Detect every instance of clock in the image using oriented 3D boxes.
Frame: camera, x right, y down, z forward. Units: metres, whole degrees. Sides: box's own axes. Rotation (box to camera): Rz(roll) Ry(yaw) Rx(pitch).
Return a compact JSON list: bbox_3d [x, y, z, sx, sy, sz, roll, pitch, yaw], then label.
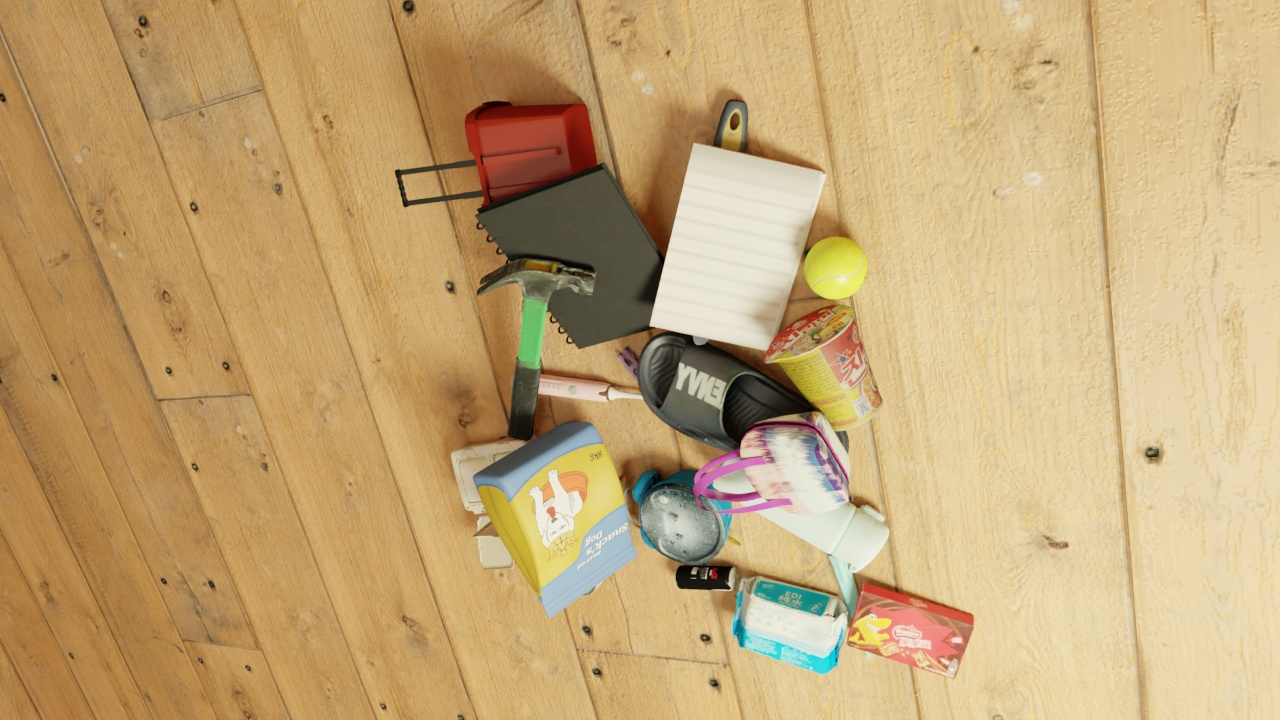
[{"bbox_3d":[0.046,0.196,1.180,0.162,0.060,0.117,3,114,28],"label":"clock"}]

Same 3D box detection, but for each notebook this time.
[{"bbox_3d":[0.102,-0.118,0.997,0.142,0.009,0.210,12,115,-3],"label":"notebook"},{"bbox_3d":[-0.061,-0.107,1.041,0.169,0.019,0.231,-15,135,23],"label":"notebook"}]

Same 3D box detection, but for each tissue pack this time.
[{"bbox_3d":[0.188,0.332,1.166,0.144,0.061,0.093,12,115,19],"label":"tissue pack"}]

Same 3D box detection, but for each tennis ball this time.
[{"bbox_3d":[0.204,-0.097,0.960,0.065,0.065,0.065,11,117,23],"label":"tennis ball"}]

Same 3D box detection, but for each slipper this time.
[{"bbox_3d":[0.111,0.059,1.048,0.268,0.083,0.111,28,93,9],"label":"slipper"}]

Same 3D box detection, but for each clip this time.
[{"bbox_3d":[-0.008,0.007,1.149,0.052,0.013,0.036,46,123,4],"label":"clip"}]

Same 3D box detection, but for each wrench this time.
[{"bbox_3d":[0.083,-0.145,1.007,0.073,0.022,0.274,8,110,-4],"label":"wrench"}]

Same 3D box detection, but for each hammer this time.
[{"bbox_3d":[-0.138,-0.002,1.131,0.130,0.032,0.320,9,139,-5],"label":"hammer"}]

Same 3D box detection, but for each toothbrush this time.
[{"bbox_3d":[-0.068,0.038,1.184,0.223,0.026,0.027,6,106,25],"label":"toothbrush"}]

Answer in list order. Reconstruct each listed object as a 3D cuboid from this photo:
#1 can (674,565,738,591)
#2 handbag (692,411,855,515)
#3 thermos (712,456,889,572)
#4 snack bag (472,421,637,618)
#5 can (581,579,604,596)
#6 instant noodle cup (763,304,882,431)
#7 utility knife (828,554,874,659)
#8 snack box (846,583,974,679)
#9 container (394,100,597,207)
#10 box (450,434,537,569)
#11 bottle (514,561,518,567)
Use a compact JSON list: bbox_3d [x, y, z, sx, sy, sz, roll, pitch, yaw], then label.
[{"bbox_3d":[0.088,0.288,1.215,0.081,0.031,0.031,-6,109,29],"label":"can"},{"bbox_3d":[0.138,0.128,1.011,0.170,0.067,0.144,-20,122,26],"label":"handbag"},{"bbox_3d":[0.190,0.173,1.090,0.207,0.065,0.078,29,82,13],"label":"thermos"},{"bbox_3d":[-0.099,0.203,1.185,0.102,0.158,0.205,-8,108,56],"label":"snack bag"},{"bbox_3d":[-0.071,0.276,1.265,0.067,0.076,0.067,11,117,23],"label":"can"},{"bbox_3d":[0.210,0.012,0.996,0.101,0.100,0.112,-23,110,33],"label":"instant noodle cup"},{"bbox_3d":[0.267,0.308,1.142,0.022,0.015,0.158,-18,105,10],"label":"utility knife"},{"bbox_3d":[0.325,0.327,1.110,0.133,0.021,0.089,14,118,14],"label":"snack box"},{"bbox_3d":[-0.159,-0.221,1.053,0.201,0.126,0.148,-3,112,18],"label":"container"},{"bbox_3d":[-0.204,0.197,1.269,0.145,0.100,0.186,-14,79,31],"label":"box"},{"bbox_3d":[-0.165,0.286,1.338,0.141,0.041,0.042,34,123,9],"label":"bottle"}]
